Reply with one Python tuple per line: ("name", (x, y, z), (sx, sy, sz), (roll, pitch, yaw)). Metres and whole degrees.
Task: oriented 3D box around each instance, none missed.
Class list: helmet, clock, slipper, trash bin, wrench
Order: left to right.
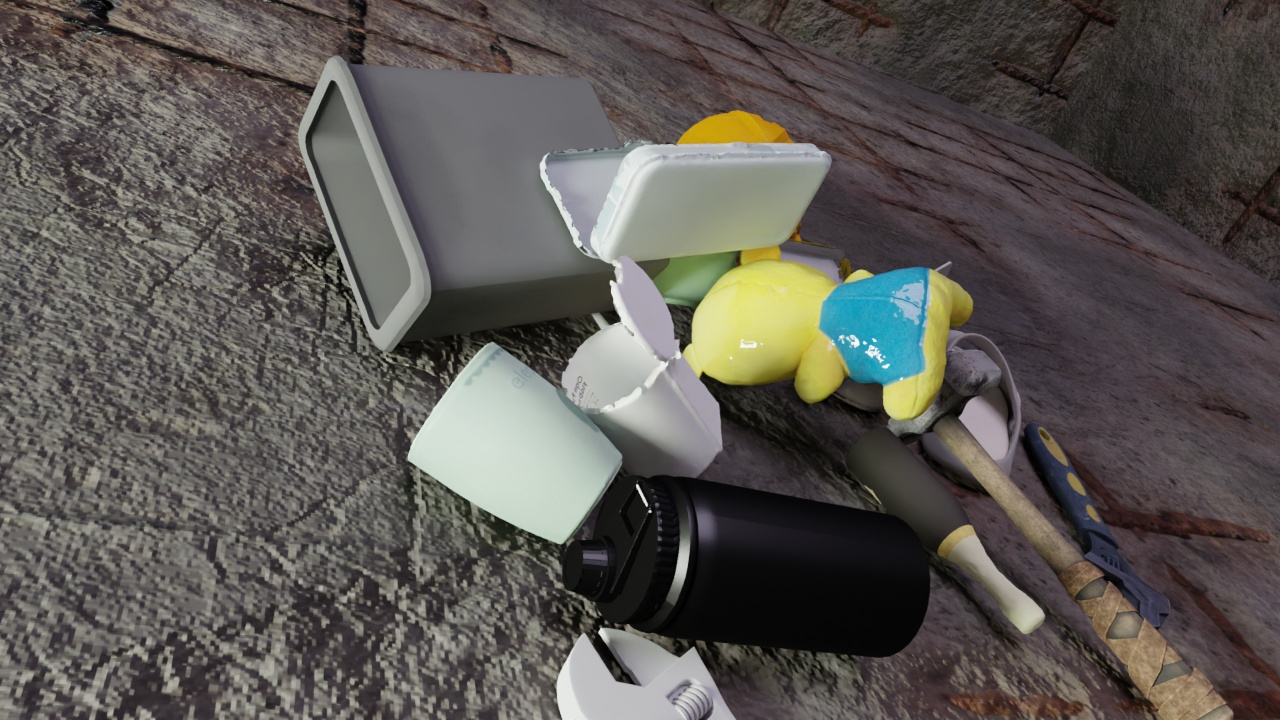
("trash bin", (-0.114, -0.121, 0.693), (0.219, 0.098, 0.191), (-12, 71, -41))
("helmet", (0.126, -0.231, 1.118), (0.205, 0.132, 0.254), (19, 28, -10))
("wrench", (0.069, 0.224, 0.424), (0.273, 0.018, 0.086), (39, 31, 22))
("clock", (0.184, 0.004, 0.841), (0.156, 0.061, 0.103), (1, 36, -50))
("slipper", (0.327, 0.025, 0.895), (0.113, 0.081, 0.265), (25, 28, 7))
("wrench", (0.397, 0.137, 0.822), (0.073, 0.022, 0.272), (21, 29, -8))

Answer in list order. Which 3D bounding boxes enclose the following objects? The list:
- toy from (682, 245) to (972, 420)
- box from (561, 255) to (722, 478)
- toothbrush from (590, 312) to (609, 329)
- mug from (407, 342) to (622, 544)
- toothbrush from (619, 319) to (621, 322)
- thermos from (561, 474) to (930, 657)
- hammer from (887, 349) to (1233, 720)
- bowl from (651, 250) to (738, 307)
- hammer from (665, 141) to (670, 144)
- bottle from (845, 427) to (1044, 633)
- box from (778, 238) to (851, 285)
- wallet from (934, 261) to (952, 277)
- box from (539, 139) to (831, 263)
("toy", (0.140, -0.032, 0.727), (0.214, 0.084, 0.148), (11, 51, 26))
("box", (-0.004, 0.009, 0.577), (0.166, 0.093, 0.083), (50, 32, -41))
("toothbrush", (-0.004, 0.004, 0.725), (0.026, 0.027, 0.222), (-12, 42, -24))
("mug", (-0.069, 0.052, 0.551), (0.104, 0.084, 0.111), (35, 0, -2))
("toothbrush", (-0.020, 0.013, 0.677), (0.016, 0.017, 0.189), (8, 38, 4))
("thermos", (0.057, 0.115, 0.514), (0.198, 0.086, 0.086), (14, 30, -26))
("hammer", (0.303, 0.134, 0.690), (0.048, 0.122, 0.318), (-2, 46, -40))
("bowl", (0.025, -0.090, 0.833), (0.151, 0.077, 0.151), (7, 4, -1))
("hammer", (-0.095, -0.174, 0.845), (0.332, 0.118, 0.025), (7, 31, -34))
("bottle", (0.226, 0.125, 0.682), (0.045, 0.045, 0.184), (2, 36, -36))
("box", (0.166, -0.089, 0.993), (0.209, 0.057, 0.117), (5, 36, -33))
("wallet", (0.273, -0.053, 0.946), (0.118, 0.115, 0.037), (-10, 44, -47))
("box", (0.025, -0.145, 0.703), (0.214, 0.106, 0.127), (-10, 46, -41))
